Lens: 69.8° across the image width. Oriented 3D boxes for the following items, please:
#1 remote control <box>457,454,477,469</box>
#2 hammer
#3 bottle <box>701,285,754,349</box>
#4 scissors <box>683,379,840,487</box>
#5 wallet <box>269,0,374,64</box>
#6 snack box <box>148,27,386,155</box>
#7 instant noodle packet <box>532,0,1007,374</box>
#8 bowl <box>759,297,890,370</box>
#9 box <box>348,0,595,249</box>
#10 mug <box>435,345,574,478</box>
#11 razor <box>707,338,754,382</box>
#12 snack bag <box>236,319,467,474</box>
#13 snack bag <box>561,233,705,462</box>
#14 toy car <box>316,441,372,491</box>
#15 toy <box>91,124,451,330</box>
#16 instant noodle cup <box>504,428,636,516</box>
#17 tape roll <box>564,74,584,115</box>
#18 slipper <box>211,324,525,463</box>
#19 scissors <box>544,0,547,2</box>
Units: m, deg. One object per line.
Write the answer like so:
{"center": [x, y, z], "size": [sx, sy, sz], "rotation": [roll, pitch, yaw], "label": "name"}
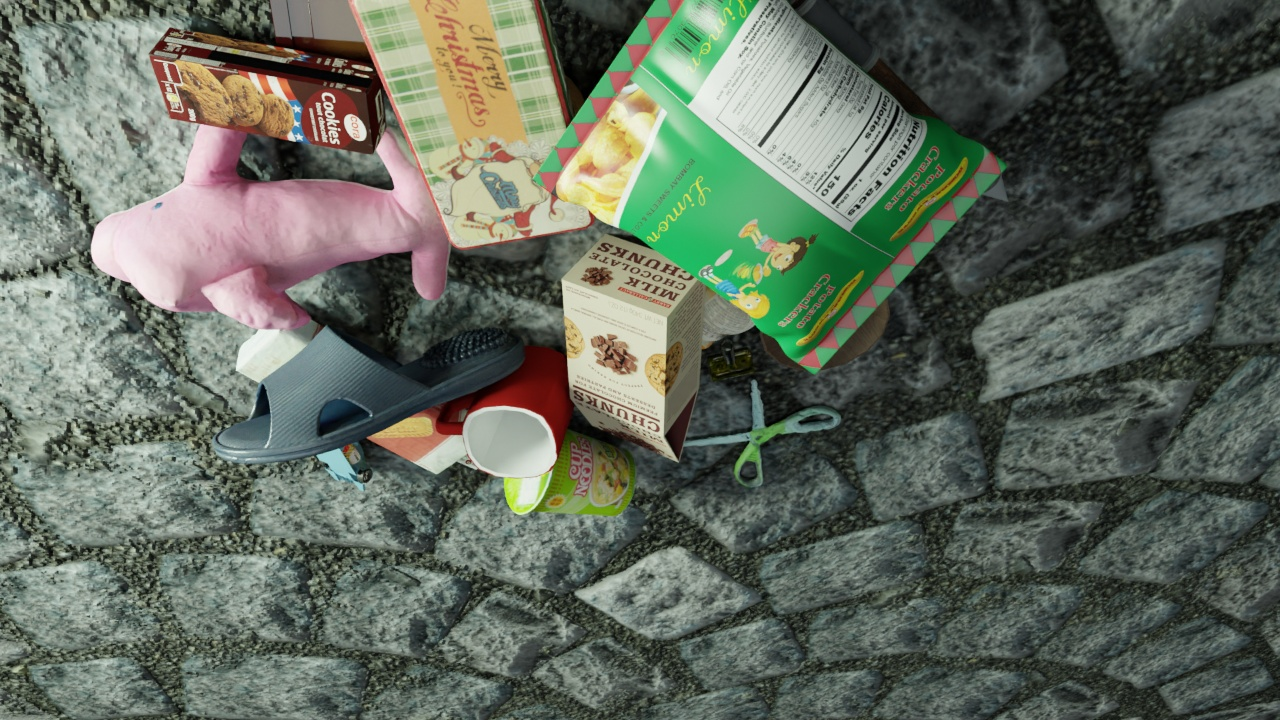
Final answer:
{"center": [-0.141, 0.068, 0.914], "size": [0.028, 0.011, 0.124], "rotation": [28, 125, -30], "label": "remote control"}
{"center": [0.187, -0.199, 0.677], "size": [0.322, 0.043, 0.156], "rotation": [29, 125, -33], "label": "hammer"}
{"center": [0.074, -0.051, 0.790], "size": [0.063, 0.063, 0.109], "rotation": [16, 144, -22], "label": "bottle"}
{"center": [0.123, 0.076, 0.957], "size": [0.172, 0.021, 0.172], "rotation": [-5, 138, 3], "label": "scissors"}
{"center": [-0.197, -0.246, 0.597], "size": [0.091, 0.018, 0.116], "rotation": [1, 132, -7], "label": "wallet"}
{"center": [-0.248, -0.181, 0.619], "size": [0.141, 0.031, 0.051], "rotation": [10, 141, -1], "label": "snack box"}
{"center": [0.086, -0.126, 0.617], "size": [0.252, 0.090, 0.196], "rotation": [33, 113, -16], "label": "instant noodle packet"}
{"center": [0.164, -0.042, 0.830], "size": [0.118, 0.030, 0.118], "rotation": [-3, 135, -4], "label": "bowl"}
{"center": [-0.104, -0.171, 0.618], "size": [0.118, 0.050, 0.206], "rotation": [-11, 134, 2], "label": "box"}
{"center": [-0.122, 0.045, 0.825], "size": [0.116, 0.096, 0.081], "rotation": [0, 123, 8], "label": "mug"}
{"center": [0.080, -0.004, 0.828], "size": [0.042, 0.026, 0.106], "rotation": [-11, 168, 6], "label": "razor"}
{"center": [-0.252, 0.032, 0.848], "size": [0.078, 0.041, 0.225], "rotation": [-35, 130, 27], "label": "snack bag"}
{"center": [-0.005, 0.005, 0.800], "size": [0.094, 0.069, 0.207], "rotation": [21, 138, 20], "label": "snack bag"}
{"center": [-0.294, 0.080, 0.890], "size": [0.060, 0.027, 0.108], "rotation": [17, 143, 25], "label": "toy car"}
{"center": [-0.271, -0.078, 0.677], "size": [0.265, 0.127, 0.187], "rotation": [-9, 131, -6], "label": "toy"}
{"center": [-0.066, 0.113, 0.918], "size": [0.107, 0.098, 0.099], "rotation": [16, 131, -31], "label": "instant noodle cup"}
{"center": [-0.085, -0.170, 0.675], "size": [0.094, 0.027, 0.094], "rotation": [-3, 135, -4], "label": "tape roll"}
{"center": [-0.223, 0.007, 0.756], "size": [0.263, 0.101, 0.082], "rotation": [-21, 115, -20], "label": "slipper"}
{"center": [-0.004, -0.281, 0.566], "size": [0.169, 0.012, 0.133], "rotation": [-14, 149, -9], "label": "scissors"}
